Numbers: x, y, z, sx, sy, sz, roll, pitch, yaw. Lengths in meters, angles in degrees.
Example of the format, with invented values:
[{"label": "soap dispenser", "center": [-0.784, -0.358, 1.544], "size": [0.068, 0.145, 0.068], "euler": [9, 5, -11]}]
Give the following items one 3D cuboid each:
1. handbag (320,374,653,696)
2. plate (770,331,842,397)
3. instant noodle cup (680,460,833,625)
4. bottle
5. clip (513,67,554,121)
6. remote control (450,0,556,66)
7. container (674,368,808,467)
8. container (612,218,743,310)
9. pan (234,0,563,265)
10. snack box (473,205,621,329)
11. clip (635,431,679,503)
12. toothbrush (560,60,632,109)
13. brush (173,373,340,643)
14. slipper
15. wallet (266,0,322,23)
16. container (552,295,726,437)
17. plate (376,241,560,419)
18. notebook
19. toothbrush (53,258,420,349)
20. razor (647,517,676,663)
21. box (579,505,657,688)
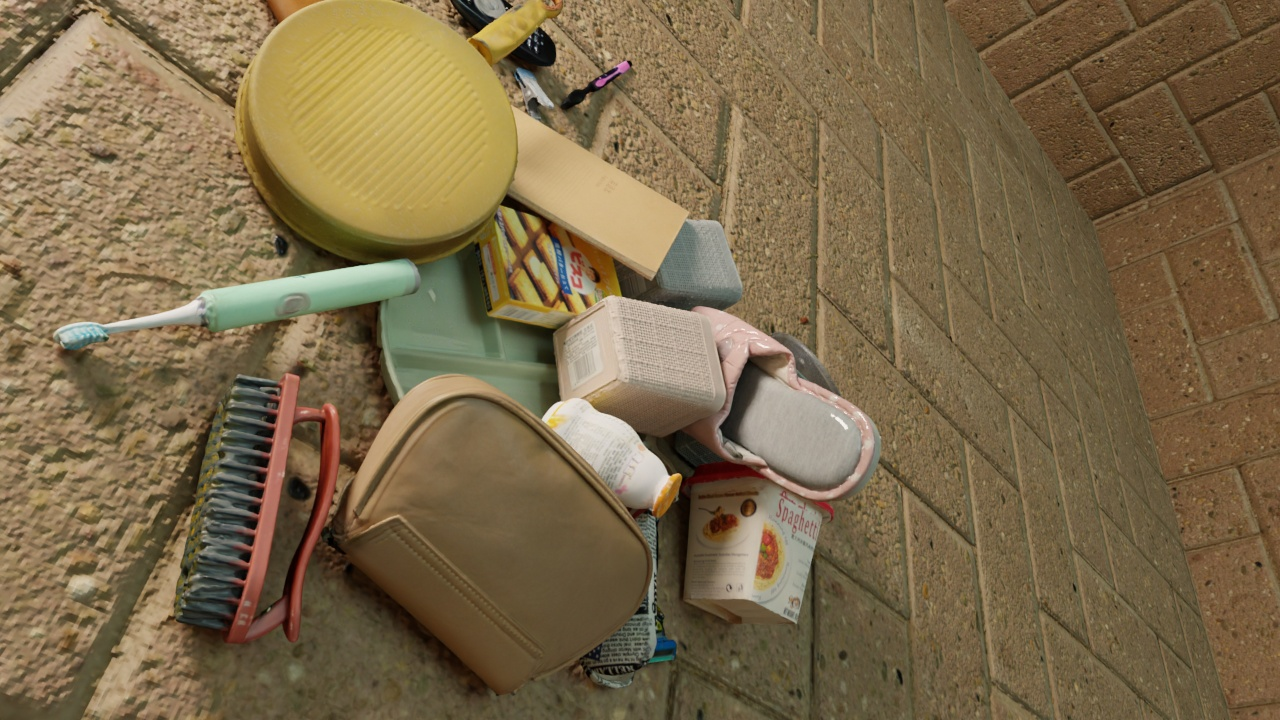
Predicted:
[{"label": "handbag", "center": [-0.095, 0.111, 0.597], "size": [0.147, 0.100, 0.204], "euler": [-45, 111, -12]}, {"label": "plate", "center": [0.170, 0.055, 0.958], "size": [0.024, 0.179, 0.179], "euler": [-23, 87, -11]}, {"label": "instant noodle cup", "center": [0.098, 0.164, 0.817], "size": [0.116, 0.117, 0.124], "euler": [33, 57, -36]}, {"label": "bottle", "center": [-0.024, 0.074, 0.670], "size": [0.108, 0.063, 0.063], "euler": [28, 33, 16]}, {"label": "clip", "center": [-0.104, -0.263, 0.895], "size": [0.024, 0.028, 0.057], "euler": [2, 58, -53]}, {"label": "remote control", "center": [-0.138, -0.329, 0.890], "size": [0.136, 0.024, 0.053], "euler": [27, 51, -39]}, {"label": "container", "center": [0.099, 0.059, 0.874], "size": [0.090, 0.112, 0.089], "euler": [41, 40, -28]}, {"label": "container", "center": [0.023, -0.086, 0.890], "size": [0.114, 0.090, 0.090], "euler": [-1, 69, -49]}, {"label": "pan", "center": [-0.151, -0.217, 0.715], "size": [0.197, 0.078, 0.356], "euler": [44, 59, -13]}, {"label": "snack box", "center": [-0.073, -0.071, 0.761], "size": [0.140, 0.034, 0.086], "euler": [12, 59, -51]}, {"label": "clip", "center": [-0.002, 0.082, 0.800], "size": [0.098, 0.035, 0.099], "euler": [9, 57, -51]}, {"label": "toothbrush", "center": [-0.045, -0.304, 1.006], "size": [0.014, 0.018, 0.188], "euler": [55, 33, -14]}, {"label": "brush", "center": [-0.209, 0.084, 0.512], "size": [0.069, 0.063, 0.145], "euler": [17, 56, -30]}, {"label": "slipper", "center": [0.084, 0.030, 0.781], "size": [0.054, 0.114, 0.274], "euler": [26, 7, -46]}, {"label": "wallet", "center": [-0.224, -0.248, 0.731], "size": [0.118, 0.035, 0.130], "euler": [-36, 99, -48]}, {"label": "container", "center": [-0.004, 0.004, 0.751], "size": [0.110, 0.090, 0.089], "euler": [13, 59, -43]}, {"label": "plate", "center": [-0.110, 0.003, 0.718], "size": [0.230, 0.028, 0.229], "euler": [29, 48, -38]}, {"label": "notebook", "center": [-0.063, -0.156, 0.804], "size": [0.211, 0.012, 0.149], "euler": [30, 33, -3]}, {"label": "toothbrush", "center": [-0.236, -0.036, 0.566], "size": [0.223, 0.027, 0.026], "euler": [-17, 123, -45]}, {"label": "razor", "center": [0.008, 0.173, 0.750], "size": [0.042, 0.022, 0.142], "euler": [16, 69, -54]}, {"label": "box", "center": [-0.010, 0.160, 0.697], "size": [0.075, 0.086, 0.161], "euler": [27, 52, -35]}]
